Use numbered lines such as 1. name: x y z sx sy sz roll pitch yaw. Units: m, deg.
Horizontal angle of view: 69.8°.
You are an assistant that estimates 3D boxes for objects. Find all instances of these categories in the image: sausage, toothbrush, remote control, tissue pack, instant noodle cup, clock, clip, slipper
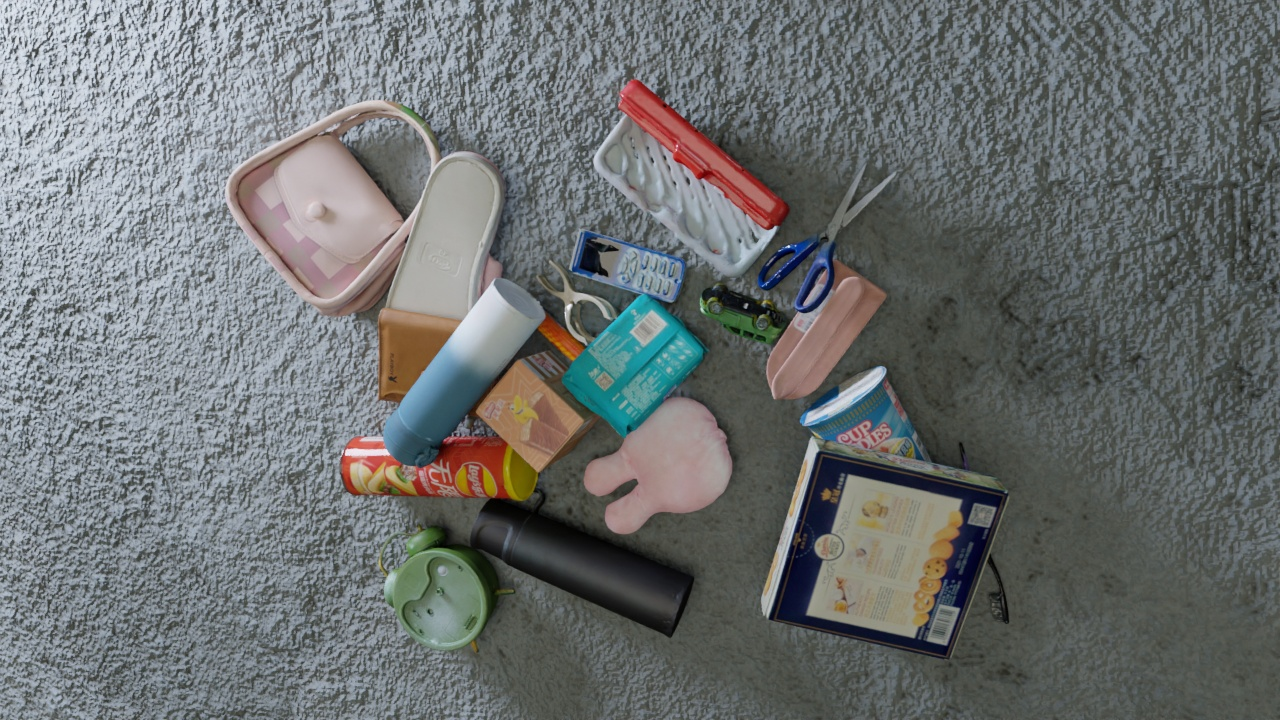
1. sausage: -0.072 -0.011 0.997 0.165 0.021 0.021 42 104 7
2. toothbrush: 0.339 0.173 0.916 0.017 0.014 0.189 -14 93 28
3. remote control: -0.014 -0.100 0.970 0.125 0.024 0.049 18 100 11
4. tissue pack: -0.006 0.006 0.946 0.093 0.050 0.133 44 80 7
5. instant noodle cup: 0.228 0.077 0.897 0.099 0.099 0.110 -35 94 16
6. clock: -0.233 0.257 1.053 0.161 0.056 0.116 34 103 9
7. clip: -0.058 -0.070 0.983 0.087 0.034 0.104 -26 82 19
8. slipper: -0.209 -0.093 1.001 0.114 0.054 0.275 18 110 3

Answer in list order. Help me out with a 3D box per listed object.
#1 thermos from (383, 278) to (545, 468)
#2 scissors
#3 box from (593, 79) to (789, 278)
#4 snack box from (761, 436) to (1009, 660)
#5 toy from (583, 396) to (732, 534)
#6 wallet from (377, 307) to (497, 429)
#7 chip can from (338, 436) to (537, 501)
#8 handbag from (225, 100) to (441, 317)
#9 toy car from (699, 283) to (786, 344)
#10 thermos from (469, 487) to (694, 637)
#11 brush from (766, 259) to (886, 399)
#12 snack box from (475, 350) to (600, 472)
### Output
1. thermos: -0.185 0.017 0.942 0.070 0.070 0.221 42 108 7
2. scissors: 0.178 -0.118 0.901 0.163 0.012 0.162 -15 52 44
3. box: 0.045 -0.176 0.910 0.201 0.095 0.100 40 102 6
4. snack box: 0.225 0.176 0.859 0.182 0.045 0.178 13 106 0
5. toy: 0.019 0.112 0.970 0.160 0.054 0.121 -31 81 11
6. wallet: -0.219 0.009 0.996 0.131 0.035 0.119 9 107 7
7. chip can: -0.226 0.118 1.021 0.217 0.073 0.073 -1 96 18
8. handbag: -0.319 -0.183 1.019 0.234 0.093 0.193 -40 86 8
9. toy car: 0.103 -0.047 0.935 0.091 0.043 0.036 23 124 3
10. thermos: -0.061 0.211 1.000 0.242 0.068 0.090 21 79 12
11. brush: 0.175 -0.023 0.906 0.063 0.073 0.146 36 105 7
12. snack box: -0.103 0.052 0.976 0.094 0.092 0.077 43 105 6
